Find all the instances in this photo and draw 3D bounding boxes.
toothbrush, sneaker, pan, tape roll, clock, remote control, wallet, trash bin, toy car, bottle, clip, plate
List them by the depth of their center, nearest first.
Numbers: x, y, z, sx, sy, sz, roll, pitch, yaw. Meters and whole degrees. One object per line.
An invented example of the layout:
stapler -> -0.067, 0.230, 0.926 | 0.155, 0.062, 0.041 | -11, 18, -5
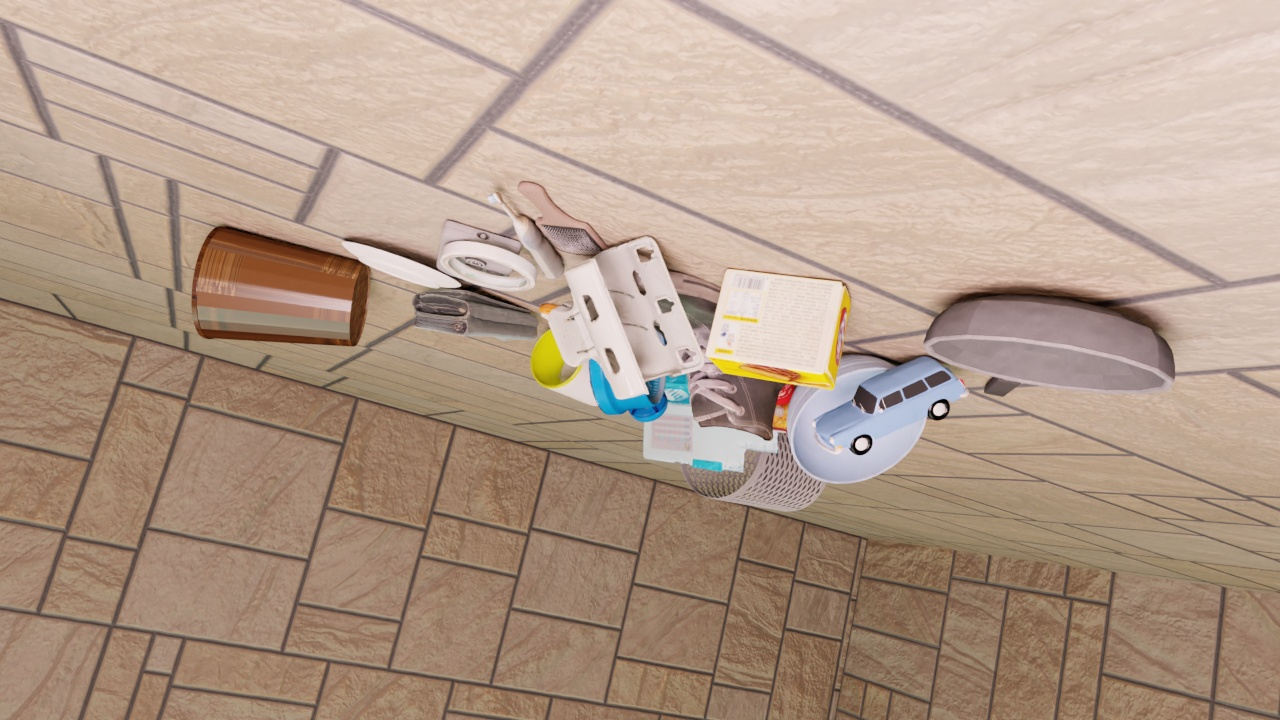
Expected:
pan -> 0.334, -0.001, 0.795 | 0.179, 0.041, 0.357 | 11, 174, 15
clip -> -0.033, -0.028, 0.801 | 0.152, 0.126, 0.104 | -15, -170, 33
toothbrush -> -0.098, -0.109, 0.805 | 0.024, 0.022, 0.185 | -6, 167, 8
tape roll -> -0.145, -0.089, 0.878 | 0.093, 0.013, 0.093 | 11, 165, 3
sneaker -> 0.046, -0.008, 0.885 | 0.234, 0.119, 0.095 | 22, 166, -24
toy car -> 0.241, 0.043, 0.901 | 0.153, 0.055, 0.056 | -23, -159, -4
remote control -> -0.165, -0.102, 0.921 | 0.074, 0.019, 0.151 | 16, 168, -12
plate -> -0.264, -0.101, 1.012 | 0.134, 0.011, 0.134 | 18, 175, 1
clock -> -0.006, 0.006, 1.032 | 0.060, 0.116, 0.161 | -4, 164, 20
bottle -> 0.161, 0.022, 1.085 | 0.042, 0.042, 0.141 | 11, 168, 13
wallet -> -0.196, -0.051, 1.094 | 0.100, 0.054, 0.131 | 12, 180, 33
trash bin -> 0.177, 0.144, 1.376 | 0.183, 0.156, 0.157 | 20, 167, -42

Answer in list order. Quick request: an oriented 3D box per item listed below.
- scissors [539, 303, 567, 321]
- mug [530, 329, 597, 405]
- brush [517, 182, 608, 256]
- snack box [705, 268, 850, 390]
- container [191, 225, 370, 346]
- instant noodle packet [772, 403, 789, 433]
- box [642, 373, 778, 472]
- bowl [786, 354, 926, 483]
scissors -> -0.059, -0.043, 1.096 | 0.128, 0.013, 0.065 | 15, 169, -3
mug -> -0.080, 0.009, 1.197 | 0.083, 0.082, 0.106 | 6, 167, 33
brush -> -0.070, -0.113, 0.767 | 0.050, 0.015, 0.135 | 8, 167, 19
snack box -> 0.121, -0.027, 0.794 | 0.106, 0.083, 0.061 | 9, 168, 23
container -> -0.413, -0.078, 1.075 | 0.167, 0.132, 0.132 | 9, 169, -6
instant noodle packet -> 0.227, 0.067, 1.160 | 0.136, 0.040, 0.098 | 8, -161, 24
box -> 0.087, 0.069, 1.283 | 0.228, 0.084, 0.172 | 5, 129, 36
bowl -> 0.221, 0.051, 0.984 | 0.150, 0.151, 0.074 | 18, -154, -23
